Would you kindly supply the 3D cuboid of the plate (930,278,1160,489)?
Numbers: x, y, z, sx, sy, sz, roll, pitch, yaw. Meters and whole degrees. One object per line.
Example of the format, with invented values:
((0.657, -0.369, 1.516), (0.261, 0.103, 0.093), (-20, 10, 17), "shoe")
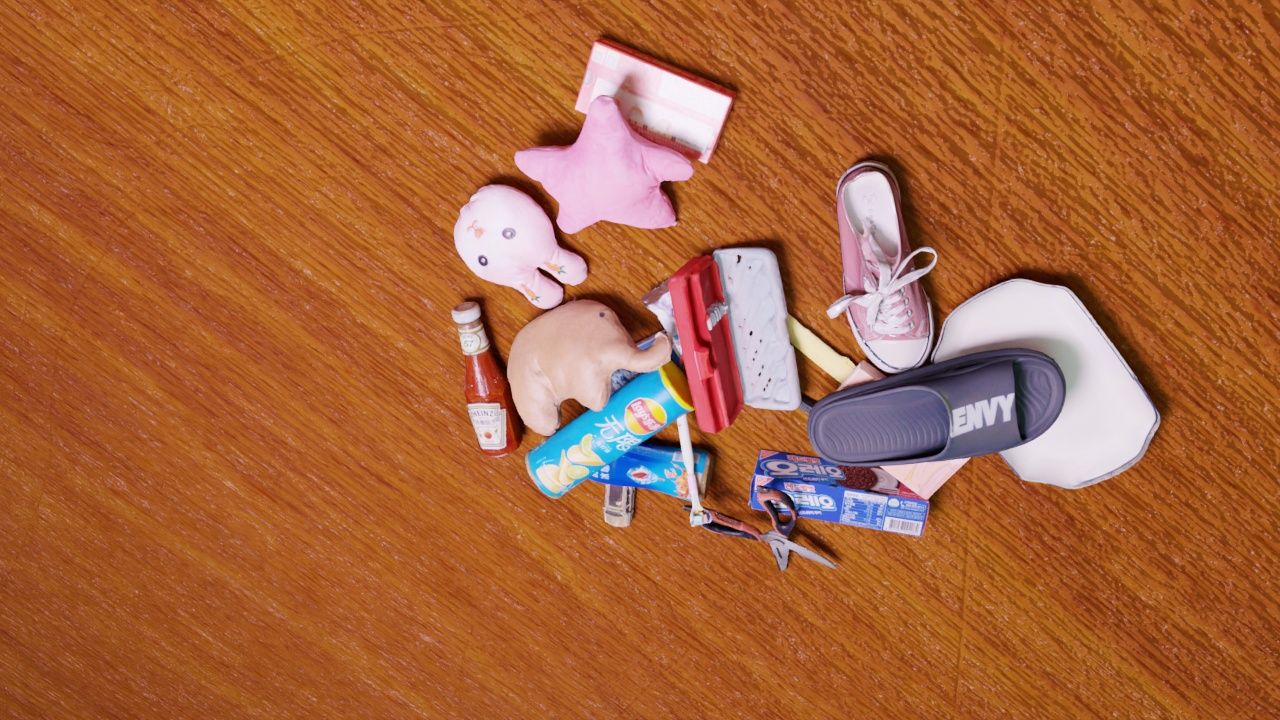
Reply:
((0.431, 0.024, 0.983), (0.162, 0.034, 0.265), (-35, 105, 29), "plate")

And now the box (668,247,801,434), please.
((0.106, -0.017, 1.012), (0.100, 0.094, 0.201), (4, 121, 34), "box")

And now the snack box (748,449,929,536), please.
((0.237, 0.159, 1.104), (0.208, 0.058, 0.057), (7, 122, 12), "snack box")

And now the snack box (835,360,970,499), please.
((0.286, 0.079, 1.032), (0.157, 0.026, 0.085), (36, 121, 2), "snack box")

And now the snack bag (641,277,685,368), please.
((0.043, -0.042, 1.061), (0.045, 0.026, 0.105), (-30, 106, 4), "snack bag")

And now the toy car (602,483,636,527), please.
((-0.029, 0.184, 1.212), (0.042, 0.035, 0.091), (12, 124, 11), "toy car")

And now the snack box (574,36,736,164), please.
((0.014, -0.267, 0.942), (0.153, 0.025, 0.075), (23, 124, 3), "snack box")

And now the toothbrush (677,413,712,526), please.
((0.057, 0.102, 1.099), (0.020, 0.029, 0.189), (-19, 80, 65), "toothbrush")

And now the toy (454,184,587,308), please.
((-0.138, -0.128, 1.055), (0.159, 0.054, 0.122), (38, 124, -16), "toy")

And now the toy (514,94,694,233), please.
((-0.034, -0.186, 0.971), (0.178, 0.074, 0.195), (35, 143, -29), "toy")

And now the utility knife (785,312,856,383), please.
((0.183, -0.027, 1.036), (0.178, 0.019, 0.031), (37, 118, -11), "utility knife")

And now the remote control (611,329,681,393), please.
((-0.007, 0.006, 1.107), (0.125, 0.024, 0.049), (-25, 110, 23), "remote control")

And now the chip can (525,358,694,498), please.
((-0.036, 0.081, 1.085), (0.211, 0.071, 0.071), (-35, 105, 18), "chip can")

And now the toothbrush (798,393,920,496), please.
((0.251, 0.099, 1.068), (0.189, 0.014, 0.017), (39, 135, 9), "toothbrush")

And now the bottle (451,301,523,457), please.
((-0.196, 0.025, 1.152), (0.060, 0.059, 0.206), (-1, 119, 17), "bottle")

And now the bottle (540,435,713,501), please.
((-0.020, 0.128, 1.157), (0.219, 0.065, 0.065), (9, 121, 11), "bottle")

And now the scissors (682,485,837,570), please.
((0.161, 0.211, 1.133), (0.225, 0.015, 0.189), (22, 146, -10), "scissors")

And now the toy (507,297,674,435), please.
((-0.068, -0.006, 1.065), (0.227, 0.082, 0.143), (-26, 77, 34), "toy")

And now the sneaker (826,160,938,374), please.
((0.248, -0.081, 0.943), (0.118, 0.087, 0.241), (-7, 118, 20), "sneaker")

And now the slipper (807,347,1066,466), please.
((0.305, 0.066, 0.959), (0.269, 0.083, 0.111), (-13, 103, 20), "slipper")
